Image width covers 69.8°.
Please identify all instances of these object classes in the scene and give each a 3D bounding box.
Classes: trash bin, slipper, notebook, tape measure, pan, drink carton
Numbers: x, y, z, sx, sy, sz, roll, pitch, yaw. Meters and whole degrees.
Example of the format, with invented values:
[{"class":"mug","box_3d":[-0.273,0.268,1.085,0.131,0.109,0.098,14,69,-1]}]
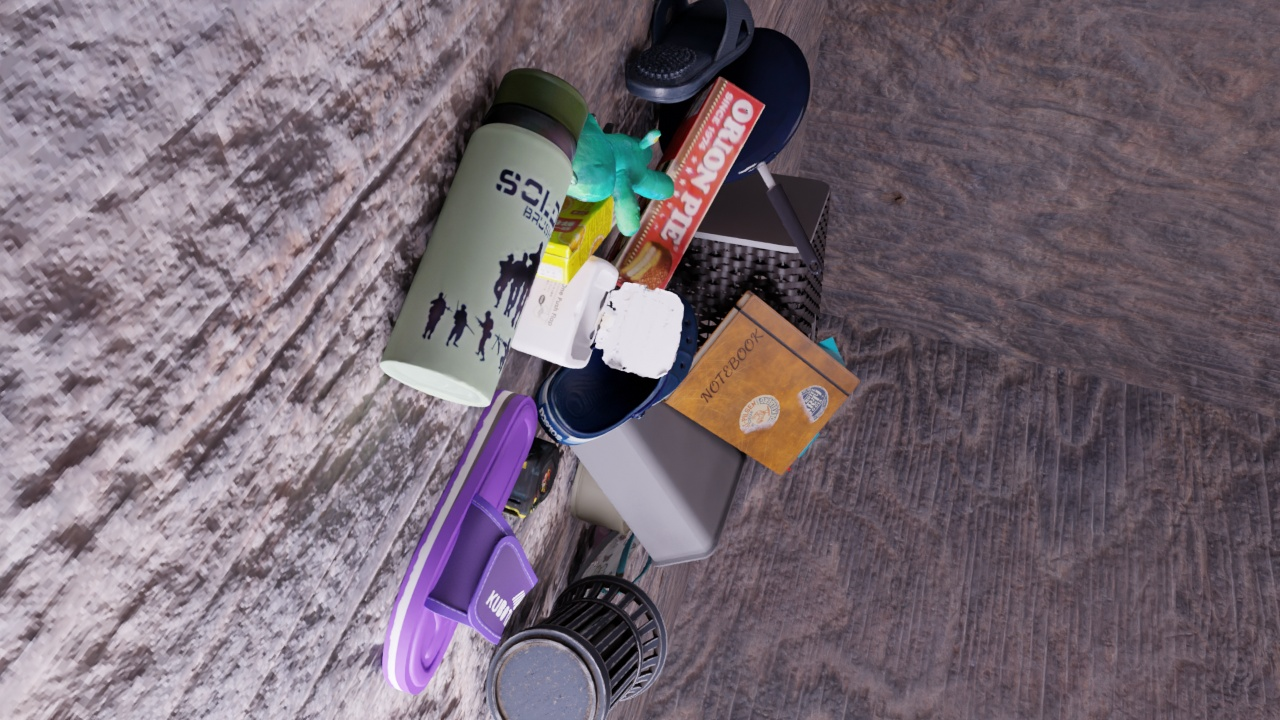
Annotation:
[{"class":"trash bin","box_3d":[-0.075,0.361,1.091,0.227,0.164,0.164,4,100,-75]},{"class":"trash bin","box_3d":[0.023,0.105,1.126,0.220,0.098,0.191,56,35,-22]},{"class":"slipper","box_3d":[0.060,-0.366,0.998,0.262,0.101,0.083,-59,161,-45]},{"class":"notebook","box_3d":[0.164,0.032,1.129,0.249,0.014,0.178,33,99,-37]},{"class":"slipper","box_3d":[-0.008,0.261,1.303,0.268,0.055,0.098,-51,148,-1]},{"class":"tape measure","box_3d":[-0.110,0.111,0.906,0.072,0.042,0.071,-26,129,-69]},{"class":"pan","box_3d":[0.128,-0.237,1.037,0.021,0.199,0.356,25,38,-52]},{"class":"slipper","box_3d":[-0.124,0.155,0.782,0.107,0.084,0.265,82,25,-61]},{"class":"slipper","box_3d":[-0.006,0.006,0.975,0.252,0.105,0.095,-40,-175,-42]},{"class":"drink carton","box_3d":[-0.064,-0.119,0.802,0.134,0.058,0.043,-60,161,-50]}]

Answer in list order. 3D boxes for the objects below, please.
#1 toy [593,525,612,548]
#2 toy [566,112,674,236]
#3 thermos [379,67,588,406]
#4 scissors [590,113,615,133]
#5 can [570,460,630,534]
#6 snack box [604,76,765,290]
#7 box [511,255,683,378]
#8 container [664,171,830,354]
[{"class":"toy","box_3d":[-0.045,0.255,1.373,0.110,0.047,0.063,85,14,-50]},{"class":"toy","box_3d":[-0.031,-0.172,0.773,0.073,0.130,0.193,-37,167,30]},{"class":"thermos","box_3d":[-0.100,-0.088,0.628,0.082,0.082,0.231,70,35,-70]},{"class":"scissors","box_3d":[-0.051,-0.175,0.894,0.157,0.019,0.124,94,17,-47]},{"class":"can","box_3d":[-0.037,0.161,1.225,0.127,0.073,0.128,15,89,-78]},{"class":"snack box","box_3d":[0.039,-0.179,0.988,0.236,0.060,0.113,-61,-168,0]},{"class":"box","box_3d":[-0.029,-0.034,0.862,0.128,0.137,0.108,15,97,-78]},{"class":"container","box_3d":[0.116,-0.102,1.233,0.246,0.246,0.244,-60,157,-53]}]
